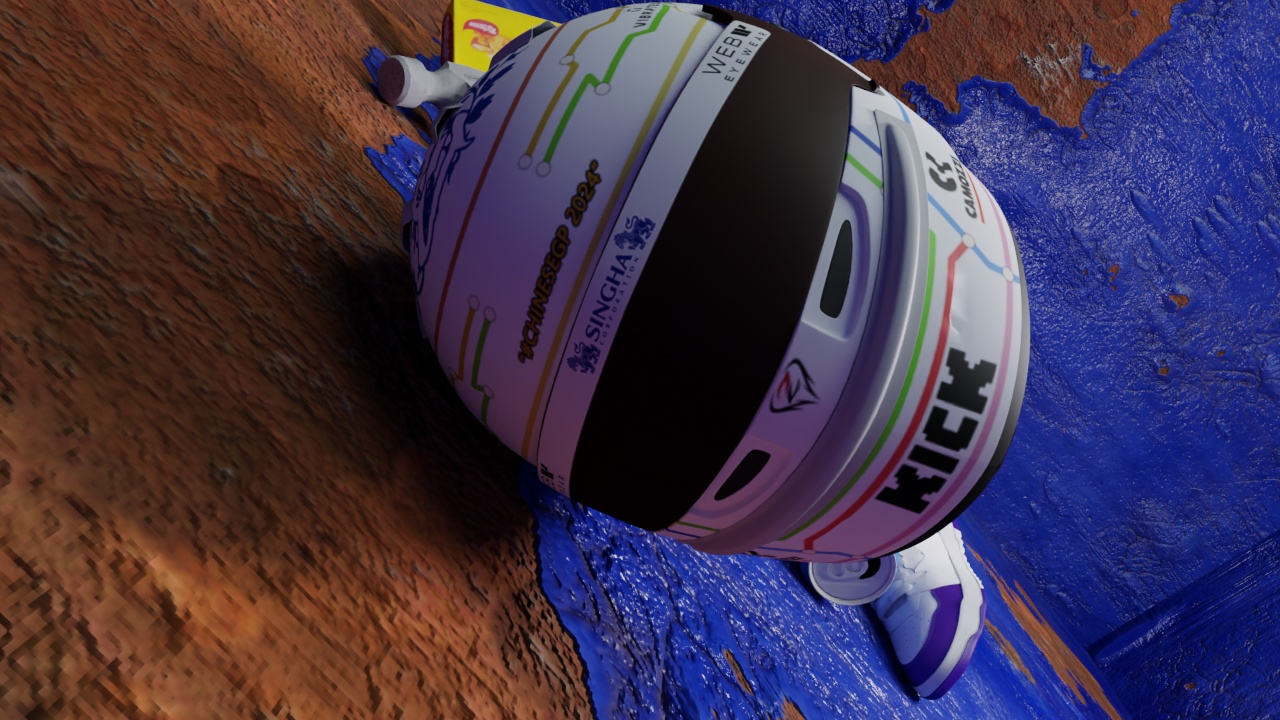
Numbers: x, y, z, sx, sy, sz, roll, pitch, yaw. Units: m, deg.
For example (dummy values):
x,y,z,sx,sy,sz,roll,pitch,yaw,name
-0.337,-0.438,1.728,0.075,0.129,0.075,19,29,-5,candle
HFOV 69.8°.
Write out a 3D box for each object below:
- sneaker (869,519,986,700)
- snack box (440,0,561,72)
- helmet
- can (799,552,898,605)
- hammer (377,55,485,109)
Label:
x,y,z,sx,sy,sz,roll,pitch,yaw,name
0.245,0.200,0.866,0.111,0.092,0.243,29,27,-3,sneaker
-0.076,-0.251,0.819,0.200,0.042,0.092,7,70,-26,snack box
0.008,-0.048,0.437,0.236,0.231,0.314,21,16,-9,helmet
0.169,0.140,0.789,0.079,0.079,0.146,48,14,-12,can
-0.052,-0.110,0.657,0.312,0.035,0.139,48,30,21,hammer
